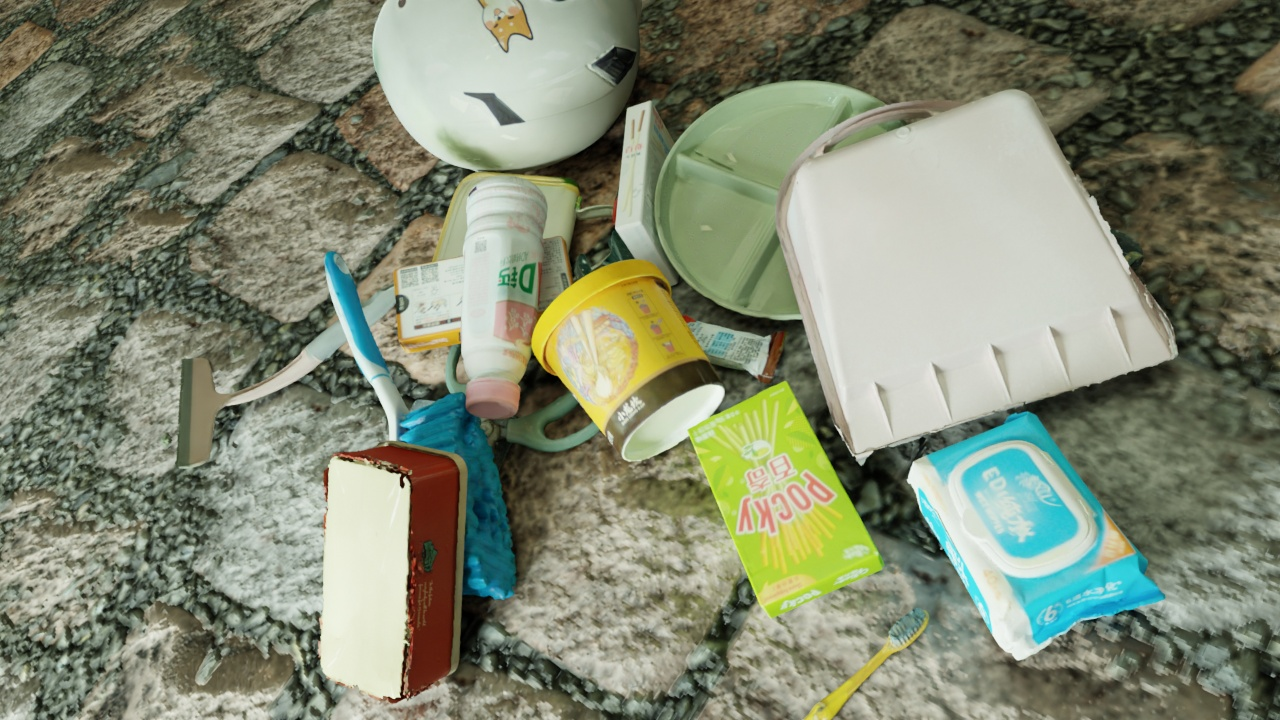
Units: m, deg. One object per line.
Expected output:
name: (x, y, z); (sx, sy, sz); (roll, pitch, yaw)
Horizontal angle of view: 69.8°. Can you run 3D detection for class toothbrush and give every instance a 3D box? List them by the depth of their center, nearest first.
toothbrush: (0.106, 0.217, 0.559); (0.191, 0.018, 0.016); (-41, 48, -7)

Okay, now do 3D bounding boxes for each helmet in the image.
helmet: (-0.118, -0.271, 0.904); (0.273, 0.230, 0.156); (-8, 73, -12)

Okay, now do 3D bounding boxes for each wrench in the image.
wrench: (-0.012, -0.158, 0.867); (0.056, 0.016, 0.272); (23, 48, -12)

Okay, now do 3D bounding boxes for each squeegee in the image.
squeegee: (-0.336, -0.006, 0.913); (0.249, 0.040, 0.247); (-33, 32, -8)

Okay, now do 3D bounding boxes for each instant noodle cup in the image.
instant noodle cup: (-0.004, 0.004, 0.698); (0.118, 0.118, 0.114); (-35, 68, -3)

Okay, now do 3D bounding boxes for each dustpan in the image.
dustpan: (0.220, -0.082, 0.679); (0.223, 0.139, 0.273); (-16, 83, 8)

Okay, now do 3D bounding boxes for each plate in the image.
plate: (0.126, -0.134, 0.768); (0.230, 0.027, 0.229); (-4, 68, 10)

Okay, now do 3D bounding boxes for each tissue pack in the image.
tissue pack: (0.232, 0.102, 0.556); (0.090, 0.063, 0.140); (-26, 49, 5)

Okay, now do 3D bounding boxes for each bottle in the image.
bottle: (-0.113, -0.051, 0.734); (0.068, 0.068, 0.196); (-8, 64, 19)

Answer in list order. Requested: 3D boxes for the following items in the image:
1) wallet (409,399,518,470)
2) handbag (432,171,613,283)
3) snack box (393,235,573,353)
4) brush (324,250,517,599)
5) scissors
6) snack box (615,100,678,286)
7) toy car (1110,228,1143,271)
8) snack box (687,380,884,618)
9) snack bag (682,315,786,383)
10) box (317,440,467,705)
wallet: (-0.169, 0.082, 0.786); (0.121, 0.019, 0.097); (7, 60, 30)
handbag: (-0.097, -0.100, 0.869); (0.179, 0.063, 0.163); (3, 56, 9)
snack box: (-0.134, -0.057, 0.791); (0.154, 0.026, 0.075); (-11, 64, -1)
brush: (-0.181, 0.042, 0.726); (0.110, 0.060, 0.314); (-19, 77, 23)
scissors: (-0.112, 0.022, 0.774); (0.170, 0.019, 0.181); (-25, 63, -5)
snack box: (0.011, -0.150, 0.828); (0.027, 0.085, 0.156); (-12, 52, 21)
toy car: (0.315, -0.058, 0.654); (0.090, 0.034, 0.043); (-39, 50, -5)
snack box: (0.098, 0.094, 0.649); (0.086, 0.026, 0.156); (-26, 50, 6)
snack bag: (0.066, -0.011, 0.740); (0.104, 0.026, 0.048); (11, 70, 29)
box: (-0.182, 0.148, 0.648); (0.091, 0.075, 0.168); (8, 98, 28)
